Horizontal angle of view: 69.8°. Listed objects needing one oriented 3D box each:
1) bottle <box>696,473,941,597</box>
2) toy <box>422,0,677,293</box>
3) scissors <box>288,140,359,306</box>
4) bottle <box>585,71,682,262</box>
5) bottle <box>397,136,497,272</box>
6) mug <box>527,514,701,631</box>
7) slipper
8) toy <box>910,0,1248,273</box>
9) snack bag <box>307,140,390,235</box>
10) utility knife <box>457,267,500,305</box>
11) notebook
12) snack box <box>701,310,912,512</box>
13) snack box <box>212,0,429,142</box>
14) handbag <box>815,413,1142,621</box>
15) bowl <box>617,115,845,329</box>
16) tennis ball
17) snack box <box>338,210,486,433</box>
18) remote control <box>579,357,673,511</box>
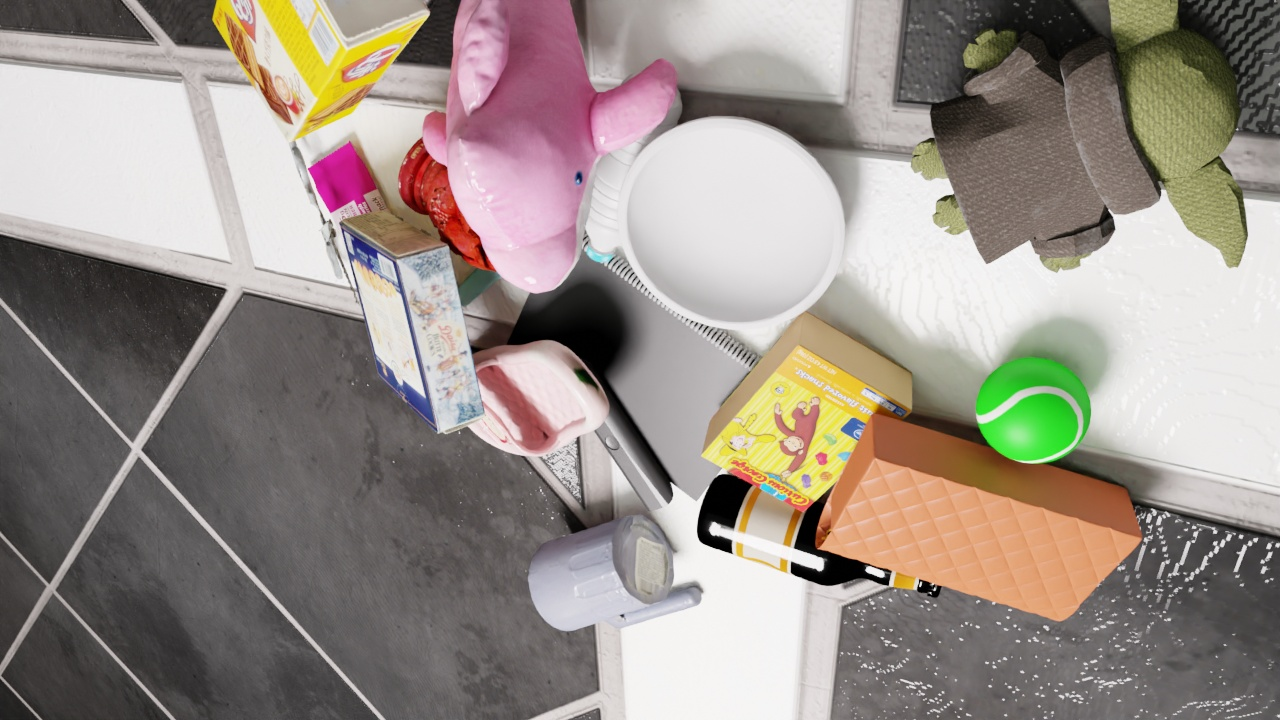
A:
[{"bbox_3d":[0.136,0.139,0.695,0.182,0.059,0.059,15,124,23],"label":"bottle"},{"bbox_3d":[-0.078,-0.176,0.552,0.187,0.127,0.265,-5,85,21],"label":"toy"},{"bbox_3d":[-0.267,-0.118,0.770,0.175,0.014,0.142,65,161,12],"label":"scissors"},{"bbox_3d":[-0.011,-0.128,0.634,0.044,0.044,0.136,31,128,12],"label":"bottle"},{"bbox_3d":[-0.112,-0.122,0.673,0.111,0.098,0.099,38,131,23],"label":"bottle"},{"bbox_3d":[-0.020,0.198,0.819,0.104,0.083,0.124,-27,125,37],"label":"mug"},{"bbox_3d":[-0.097,0.037,0.751,0.107,0.055,0.222,54,149,-12],"label":"slipper"},{"bbox_3d":[0.224,-0.115,0.481,0.153,0.078,0.179,-20,106,29],"label":"toy"},{"bbox_3d":[-0.224,-0.087,0.799,0.070,0.016,0.196,-13,108,41],"label":"snack bag"},{"bbox_3d":[-0.143,-0.060,0.772,0.166,0.015,0.022,-34,91,42],"label":"utility knife"},{"bbox_3d":[-0.004,0.004,0.728,0.207,0.016,0.149,37,130,7],"label":"notebook"},{"bbox_3d":[0.115,0.039,0.646,0.088,0.040,0.126,29,130,-8],"label":"snack box"},{"bbox_3d":[-0.228,-0.237,0.628,0.231,0.061,0.110,-4,118,61],"label":"snack box"},{"bbox_3d":[0.218,0.108,0.615,0.172,0.060,0.109,17,128,1],"label":"handbag"},{"bbox_3d":[0.062,-0.094,0.607,0.150,0.043,0.150,10,126,14],"label":"bowl"},{"bbox_3d":[0.241,0.031,0.565,0.065,0.065,0.065,15,124,23],"label":"tennis ball"},{"bbox_3d":[-0.182,-0.034,0.725,0.144,0.042,0.145,29,134,51],"label":"snack box"},{"bbox_3d":[-0.022,0.060,0.753,0.033,0.015,0.147,-24,104,40],"label":"remote control"}]
